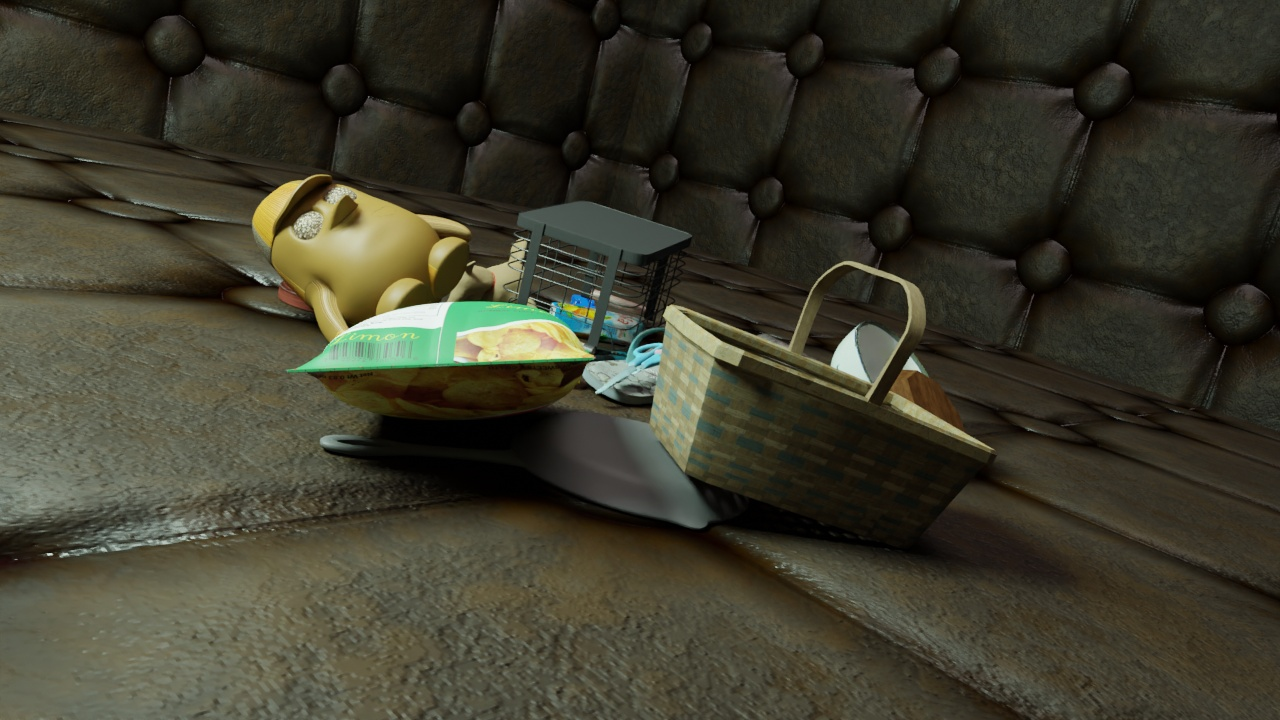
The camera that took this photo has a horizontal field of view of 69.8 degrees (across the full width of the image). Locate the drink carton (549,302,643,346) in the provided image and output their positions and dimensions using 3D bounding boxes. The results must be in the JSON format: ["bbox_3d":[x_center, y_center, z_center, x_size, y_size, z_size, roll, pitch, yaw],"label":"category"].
[{"bbox_3d":[-0.059,-0.048,1.233,0.128,0.039,0.044,10,12,-18],"label":"drink carton"}]

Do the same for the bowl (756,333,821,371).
[{"bbox_3d":[0.158,0.016,1.030,0.145,0.067,0.145,27,5,-3],"label":"bowl"}]

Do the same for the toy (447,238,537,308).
[{"bbox_3d":[-0.195,-0.096,1.180,0.108,0.134,0.106,3,-26,-38],"label":"toy"}]

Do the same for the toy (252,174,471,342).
[{"bbox_3d":[-0.290,-0.111,0.915,0.203,0.163,0.198,30,54,9],"label":"toy"}]

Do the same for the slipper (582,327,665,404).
[{"bbox_3d":[0.033,0.004,1.038,0.098,0.055,0.268,33,20,19],"label":"slipper"}]

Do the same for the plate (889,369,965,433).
[{"bbox_3d":[0.310,0.061,0.986,0.131,0.025,0.131,30,40,-30],"label":"plate"}]

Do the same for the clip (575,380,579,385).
[{"bbox_3d":[-0.083,0.003,0.966,0.047,0.053,0.039,-14,-8,35],"label":"clip"}]

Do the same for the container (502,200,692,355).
[{"bbox_3d":[-0.052,-0.103,1.124,0.163,0.130,0.240,20,19,14],"label":"container"}]

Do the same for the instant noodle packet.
[{"bbox_3d":[-0.135,0.000,0.708,0.195,0.090,0.253,-2,2,-4],"label":"instant noodle packet"}]

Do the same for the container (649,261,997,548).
[{"bbox_3d":[0.145,0.016,0.713,0.249,0.186,0.157,21,9,-19],"label":"container"}]

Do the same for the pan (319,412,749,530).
[{"bbox_3d":[-0.059,0.069,0.701,0.354,0.024,0.216,8,13,-29],"label":"pan"}]

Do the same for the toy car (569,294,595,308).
[{"bbox_3d":[-0.089,-0.057,1.311,0.033,0.062,0.092,7,43,-35],"label":"toy car"}]

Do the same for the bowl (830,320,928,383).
[{"bbox_3d":[0.272,0.036,1.052,0.153,0.073,0.153,29,42,-30],"label":"bowl"}]

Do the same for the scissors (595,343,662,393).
[{"bbox_3d":[-0.007,0.006,0.945,0.063,0.015,0.138,11,24,37],"label":"scissors"}]

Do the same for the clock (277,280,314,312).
[{"bbox_3d":[-0.330,-0.096,1.045,0.157,0.072,0.120,8,13,-24],"label":"clock"}]

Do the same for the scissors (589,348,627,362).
[{"bbox_3d":[-0.021,-0.002,1.109,0.137,0.019,0.129,17,11,2],"label":"scissors"}]
